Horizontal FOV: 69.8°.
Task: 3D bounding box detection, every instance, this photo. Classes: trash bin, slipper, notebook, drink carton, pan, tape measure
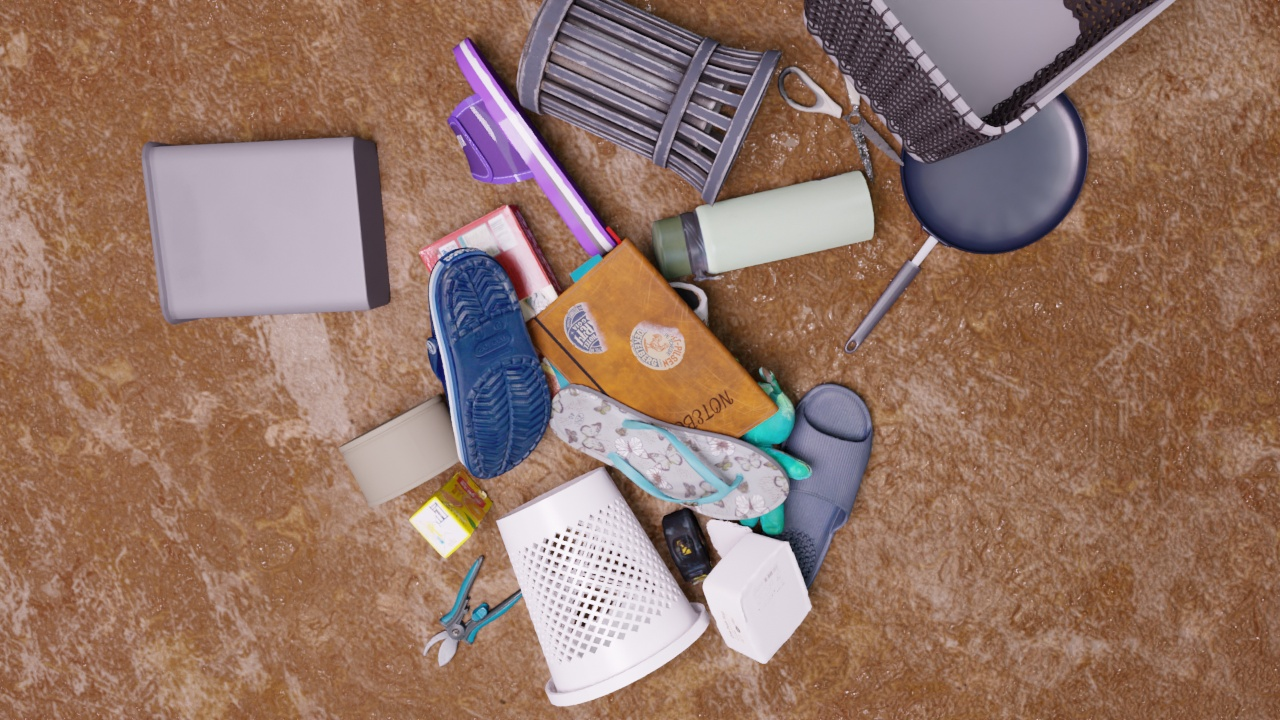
[{"bbox_3d":[0.004,-0.279,0.931,0.227,0.164,0.164,25,99,1],"label":"trash bin"},{"bbox_3d":[-0.165,-0.001,0.955,0.104,0.095,0.253,-23,122,-31],"label":"slipper"},{"bbox_3d":[0.020,0.109,0.962,0.269,0.054,0.098,20,121,11],"label":"slipper"},{"bbox_3d":[-0.136,-0.206,0.976,0.084,0.107,0.266,-35,101,7],"label":"slipper"},{"bbox_3d":[-0.003,0.006,0.960,0.179,0.014,0.249,-37,100,29],"label":"notebook"},{"bbox_3d":[-0.206,0.166,1.020,0.043,0.134,0.058,-42,93,5],"label":"drink carton"},{"bbox_3d":[0.335,-0.152,1.005,0.199,0.021,0.357,36,98,-4],"label":"pan"},{"bbox_3d":[0.196,0.159,1.032,0.101,0.082,0.264,16,101,-2],"label":"slipper"},{"bbox_3d":[-0.055,0.236,1.011,0.195,0.195,0.199,-27,88,6],"label":"trash bin"},{"bbox_3d":[-0.400,-0.143,0.997,0.220,0.097,0.192,-3,99,1],"label":"trash bin"},{"bbox_3d":[0.051,0.207,1.050,0.042,0.072,0.071,-23,126,10],"label":"tape measure"}]

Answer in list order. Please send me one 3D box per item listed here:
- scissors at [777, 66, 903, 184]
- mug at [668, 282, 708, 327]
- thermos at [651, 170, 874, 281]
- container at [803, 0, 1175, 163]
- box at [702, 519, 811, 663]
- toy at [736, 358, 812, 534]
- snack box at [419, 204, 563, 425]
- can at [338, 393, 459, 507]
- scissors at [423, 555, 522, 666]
[{"bbox_3d":[0.223,-0.278,0.987,0.158,0.012,0.162,19,95,6],"label":"scissors"},{"bbox_3d":[0.027,-0.034,1.003,0.073,0.105,0.090,-29,132,-27],"label":"mug"},{"bbox_3d":[0.128,-0.138,0.988,0.231,0.082,0.082,-12,98,3],"label":"thermos"},{"bbox_3d":[0.308,-0.348,0.848,0.247,0.243,0.245,-39,90,5],"label":"container"},{"bbox_3d":[0.106,0.236,1.010,0.128,0.137,0.108,-41,125,-32],"label":"box"},{"bbox_3d":[0.126,0.094,0.996,0.072,0.131,0.193,-6,98,-33],"label":"toy"},{"bbox_3d":[-0.135,-0.044,1.020,0.113,0.060,0.236,-27,97,6],"label":"snack box"},{"bbox_3d":[-0.259,0.098,1.014,0.128,0.127,0.073,-27,95,6],"label":"can"},{"bbox_3d":[-0.203,0.298,1.100,0.156,0.019,0.124,-14,98,3],"label":"scissors"}]
